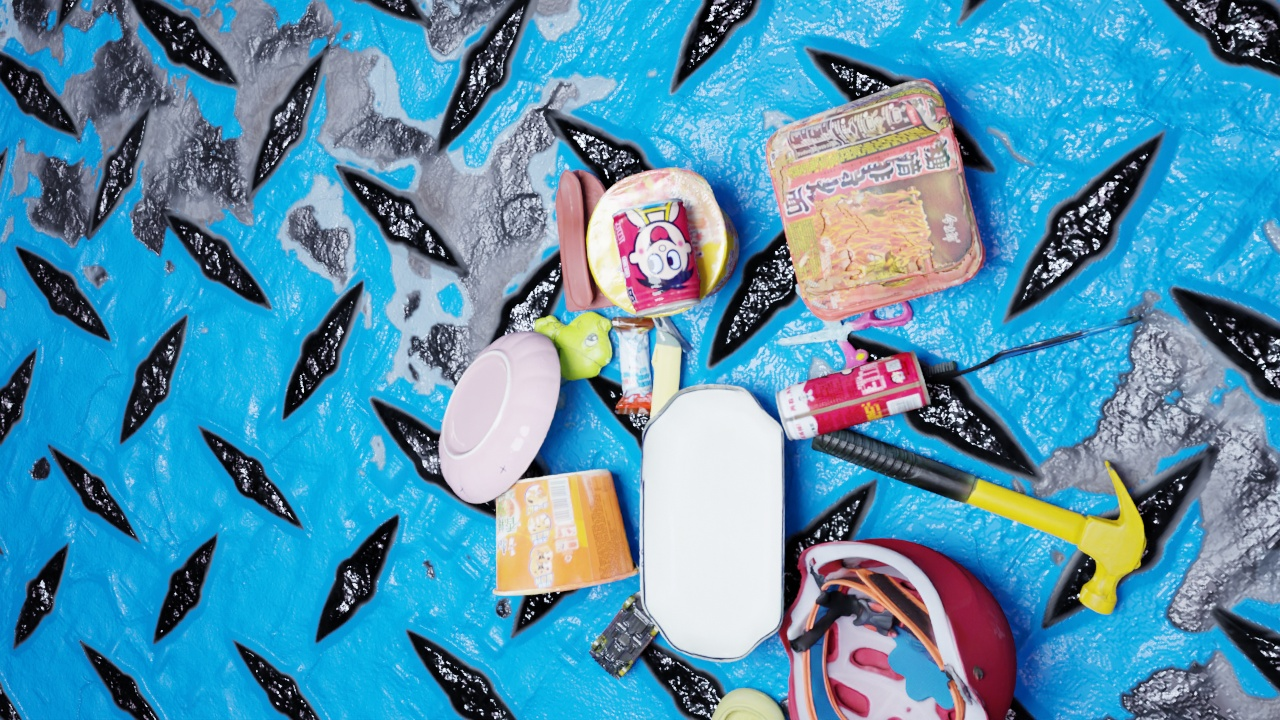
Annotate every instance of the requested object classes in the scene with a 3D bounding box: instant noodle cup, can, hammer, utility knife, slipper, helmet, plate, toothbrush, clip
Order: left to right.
[{"bbox_3d":[-0.158,0.052,0.958,0.193,0.039,0.192,-31,45,37],"label":"plate"},{"bbox_3d":[-0.083,0.175,0.949,0.152,0.151,0.111,-11,82,21],"label":"instant noodle cup"},{"bbox_3d":[0.015,-0.090,0.810,0.067,0.066,0.094,-12,90,21],"label":"can"},{"bbox_3d":[0.021,0.061,0.951,0.031,0.020,0.190,8,103,7],"label":"utility knife"},{"bbox_3d":[0.030,-0.028,0.950,0.043,0.026,0.058,-36,78,27],"label":"clip"},{"bbox_3d":[0.032,-0.111,0.897,0.138,0.109,0.138,2,95,21],"label":"instant noodle cup"},{"bbox_3d":[0.075,0.157,0.902,0.162,0.034,0.265,-4,83,35],"label":"plate"},{"bbox_3d":[0.087,0.429,0.934,0.092,0.081,0.190,20,98,21],"label":"slipper"},{"bbox_3d":[0.197,0.034,0.856,0.133,0.053,0.053,-17,88,15],"label":"can"},{"bbox_3d":[0.215,-0.141,0.841,0.165,0.079,0.188,-14,88,22],"label":"instant noodle cup"},{"bbox_3d":[0.240,0.273,0.825,0.207,0.143,0.240,29,118,47],"label":"helmet"},{"bbox_3d":[0.306,0.119,0.850,0.301,0.032,0.129,19,100,18],"label":"hammer"},{"bbox_3d":[0.351,-0.012,0.834,0.190,0.014,0.016,-18,64,21],"label":"toothbrush"}]

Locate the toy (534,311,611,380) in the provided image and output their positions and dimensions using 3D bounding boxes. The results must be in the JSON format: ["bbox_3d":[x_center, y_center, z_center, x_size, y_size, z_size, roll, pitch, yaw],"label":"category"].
[{"bbox_3d":[-0.075,-0.013,0.987,0.100,0.031,0.097,29,103,21],"label":"toy"}]

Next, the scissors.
[{"bbox_3d":[0.201,-0.030,0.887,0.130,0.017,0.133,-44,80,19],"label":"scissors"}]

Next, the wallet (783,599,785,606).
[{"bbox_3d":[0.074,0.204,0.949,0.119,0.035,0.130,-21,84,18],"label":"wallet"}]

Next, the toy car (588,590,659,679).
[{"bbox_3d":[-0.010,0.292,0.985,0.049,0.031,0.106,38,107,13],"label":"toy car"}]

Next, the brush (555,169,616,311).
[{"bbox_3d":[-0.057,-0.126,0.951,0.063,0.069,0.146,-6,92,20],"label":"brush"}]

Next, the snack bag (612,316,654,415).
[{"bbox_3d":[-0.006,0.006,0.965,0.048,0.026,0.104,0,95,5],"label":"snack bag"}]
